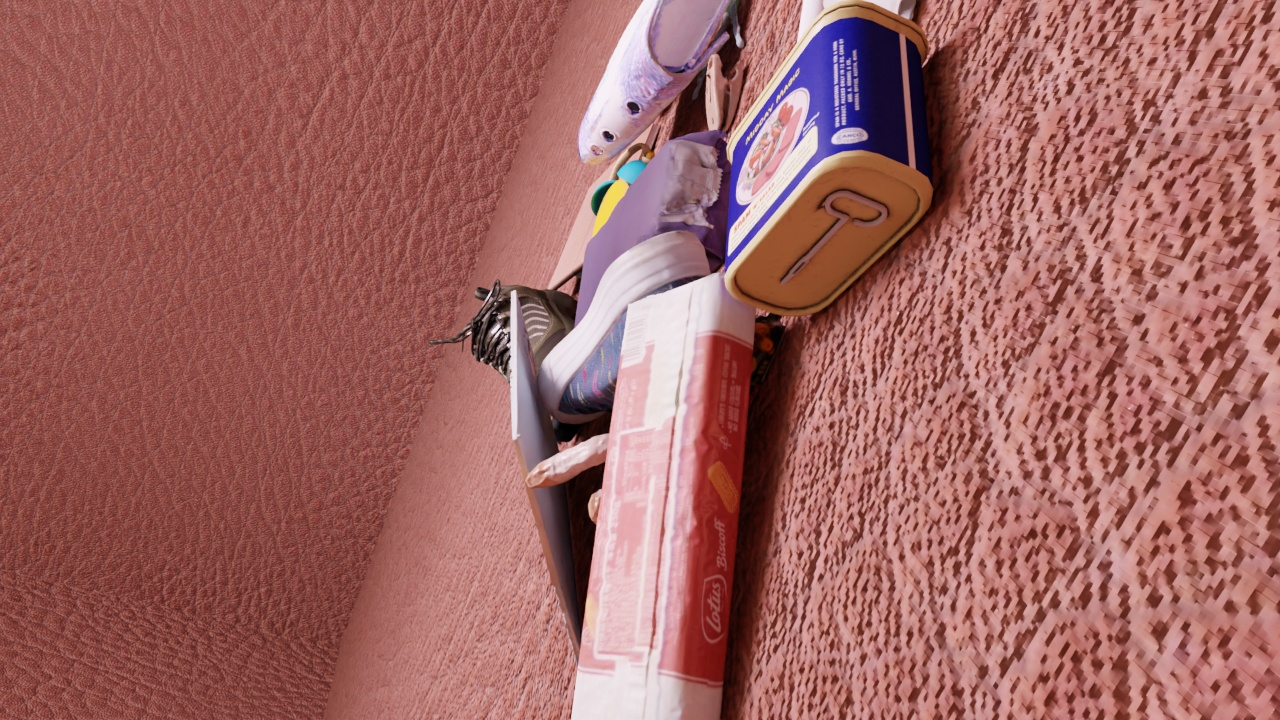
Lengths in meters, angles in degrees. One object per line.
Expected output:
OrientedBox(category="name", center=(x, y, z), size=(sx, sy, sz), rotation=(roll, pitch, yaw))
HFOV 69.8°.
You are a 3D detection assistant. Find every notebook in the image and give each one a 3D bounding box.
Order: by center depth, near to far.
OrientedBox(category="notebook", center=(-0.071, 0.073, 0.677), size=(0.253, 0.009, 0.181), rotation=(-108, 6, -64))
OrientedBox(category="notebook", center=(-0.045, -0.157, 0.988), size=(0.209, 0.008, 0.141), rotation=(-22, 46, 67))

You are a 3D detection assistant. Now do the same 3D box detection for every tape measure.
OrientedBox(category="tape measure", center=(-0.063, 0.033, 0.823), size=(0.061, 0.034, 0.062), rotation=(-85, 21, -46))

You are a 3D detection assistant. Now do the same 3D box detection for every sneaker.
OrientedBox(category="sneaker", center=(-0.004, 0.004, 0.617), size=(0.079, 0.087, 0.236), rotation=(66, 153, 15))
OrientedBox(category="sneaker", center=(-0.138, -0.027, 0.948), size=(0.237, 0.143, 0.101), rotation=(-104, 36, -62))

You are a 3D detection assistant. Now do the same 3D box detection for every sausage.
OrientedBox(category="sausage", center=(0.040, 0.041, 0.487), size=(0.020, 0.020, 0.155), rotation=(-113, 44, -67))

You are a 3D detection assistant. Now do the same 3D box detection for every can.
OrientedBox(category="can", center=(0.083, -0.087, 0.421), size=(0.117, 0.056, 0.092), rotation=(130, 153, -53))

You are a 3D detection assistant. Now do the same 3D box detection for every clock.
OrientedBox(category="clock", center=(-0.015, -0.132, 0.828), size=(0.099, 0.043, 0.129), rotation=(-20, 61, 63))

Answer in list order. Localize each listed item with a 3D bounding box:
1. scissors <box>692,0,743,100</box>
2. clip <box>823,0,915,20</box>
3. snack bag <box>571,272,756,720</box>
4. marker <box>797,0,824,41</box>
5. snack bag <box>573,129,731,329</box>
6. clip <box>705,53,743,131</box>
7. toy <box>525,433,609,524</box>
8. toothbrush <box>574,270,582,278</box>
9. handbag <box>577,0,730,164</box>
OrientedBox(category="scissors", center=(0.078, -0.304, 0.779), size=(0.172, 0.023, 0.172), rotation=(-65, 22, 17))
OrientedBox(category="clip", center=(0.127, -0.188, 0.469), size=(0.056, 0.045, 0.101), rotation=(-2, 69, 66))
OrientedBox(category="snack bag", center=(0.013, 0.071, 0.445), size=(0.078, 0.041, 0.225), rotation=(-14, 63, 48))
OrientedBox(category="marker", center=(0.108, -0.218, 0.552), size=(0.020, 0.020, 0.141), rotation=(141, 143, -63))
OrientedBox(category="snack bag", center=(0.001, -0.079, 0.684), size=(0.206, 0.058, 0.096), rotation=(-42, 34, 56))
OrientedBox(category="clip", center=(0.059, -0.202, 0.685), size=(0.059, 0.052, 0.026), rotation=(-45, 13, -10))
OrientedBox(category="toy", center=(-0.004, 0.049, 0.527), size=(0.106, 0.085, 0.074), rotation=(-57, 40, 16))
OrientedBox(category="toothbrush", center=(-0.051, -0.108, 0.988), size=(0.135, 0.017, 0.022), rotation=(-23, 49, 66))
OrientedBox(category="handbag", center=(0.010, -0.244, 0.777), size=(0.159, 0.069, 0.126), rotation=(-31, 33, 60))
